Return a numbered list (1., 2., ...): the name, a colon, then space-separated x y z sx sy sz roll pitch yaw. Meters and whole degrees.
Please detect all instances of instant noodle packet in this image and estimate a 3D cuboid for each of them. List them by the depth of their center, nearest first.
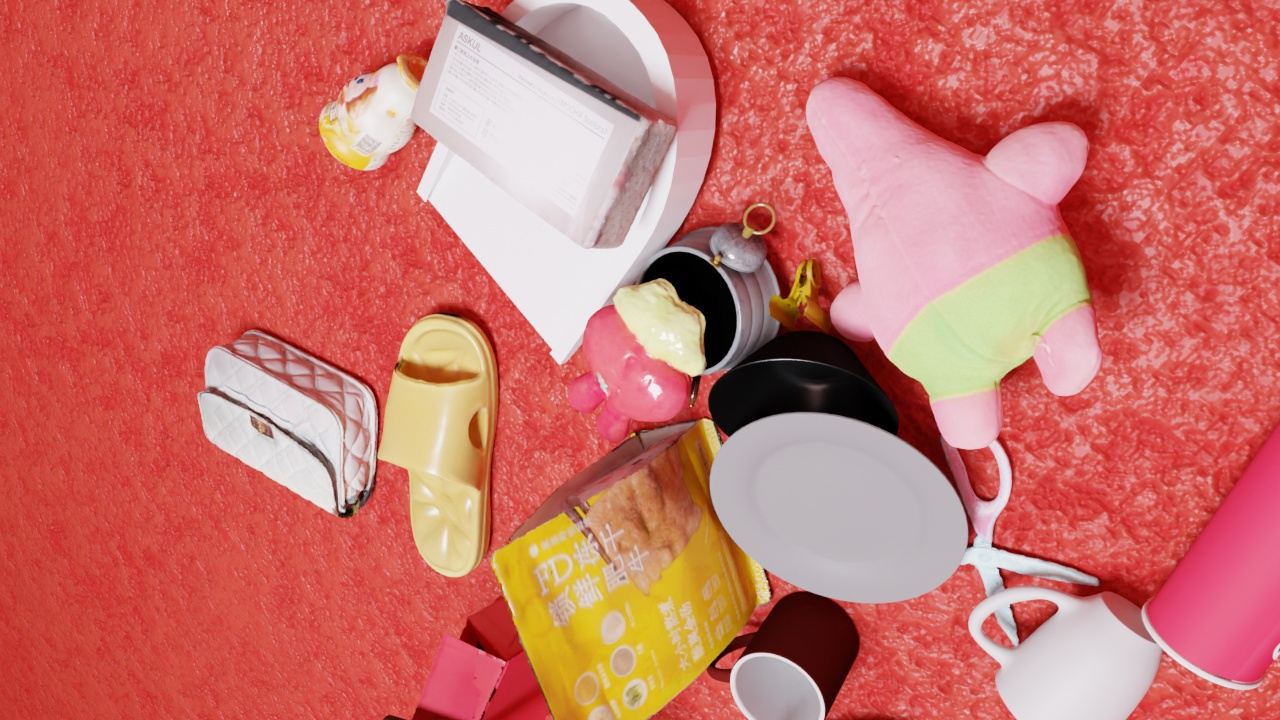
1. instant noodle packet: -0.009 0.158 0.655 0.084 0.220 0.163 -10 102 37

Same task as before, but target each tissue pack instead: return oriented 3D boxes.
1. tissue pack: -0.066 -0.152 0.605 0.181 0.071 0.104 35 116 21

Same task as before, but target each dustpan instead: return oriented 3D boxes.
1. dustpan: -0.061 -0.143 0.656 0.191 0.053 0.258 50 124 11

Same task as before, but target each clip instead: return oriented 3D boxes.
1. clip: 0.111 -0.041 0.614 0.046 0.054 0.048 -42 60 14

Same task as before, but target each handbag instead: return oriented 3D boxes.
1. handbag: -0.355 0.064 0.915 0.195 0.072 0.139 23 120 22

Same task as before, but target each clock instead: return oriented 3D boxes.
1. clock: 0.051 -0.049 0.636 0.104 0.056 0.148 46 130 18

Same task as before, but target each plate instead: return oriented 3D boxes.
1. plate: 0.135 0.103 0.639 0.178 0.012 0.179 15 132 17

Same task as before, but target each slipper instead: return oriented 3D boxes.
1. slipper: -0.187 0.086 0.821 0.100 0.078 0.264 15 117 28

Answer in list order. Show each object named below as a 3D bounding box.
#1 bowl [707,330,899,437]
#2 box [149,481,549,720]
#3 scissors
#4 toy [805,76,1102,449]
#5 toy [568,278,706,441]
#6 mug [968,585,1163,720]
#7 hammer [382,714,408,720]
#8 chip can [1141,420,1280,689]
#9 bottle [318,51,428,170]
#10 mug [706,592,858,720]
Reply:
1. bowl: 0.111 0.017 0.616 0.124 0.052 0.124 11 145 8
2. box: -0.228 0.240 0.804 0.374 0.147 0.213 20 123 -6
3. scissors: 0.222 0.115 0.626 0.171 0.013 0.176 10 114 28
4. toy: 0.171 -0.071 0.540 0.193 0.096 0.236 -43 70 43
5. toy: -0.004 0.004 0.635 0.091 0.045 0.135 45 128 16
6. mug: 0.271 0.184 0.591 0.107 0.071 0.090 37 115 18
7. hammer: -0.059 0.314 0.714 0.300 0.037 0.218 17 130 0
8. chip can: 0.360 0.075 0.492 0.069 0.069 0.221 27 121 19
9. bottle: -0.204 -0.199 0.725 0.109 0.063 0.063 -28 93 35
10. mug: 0.103 0.228 0.699 0.106 0.082 0.073 -3 107 32
